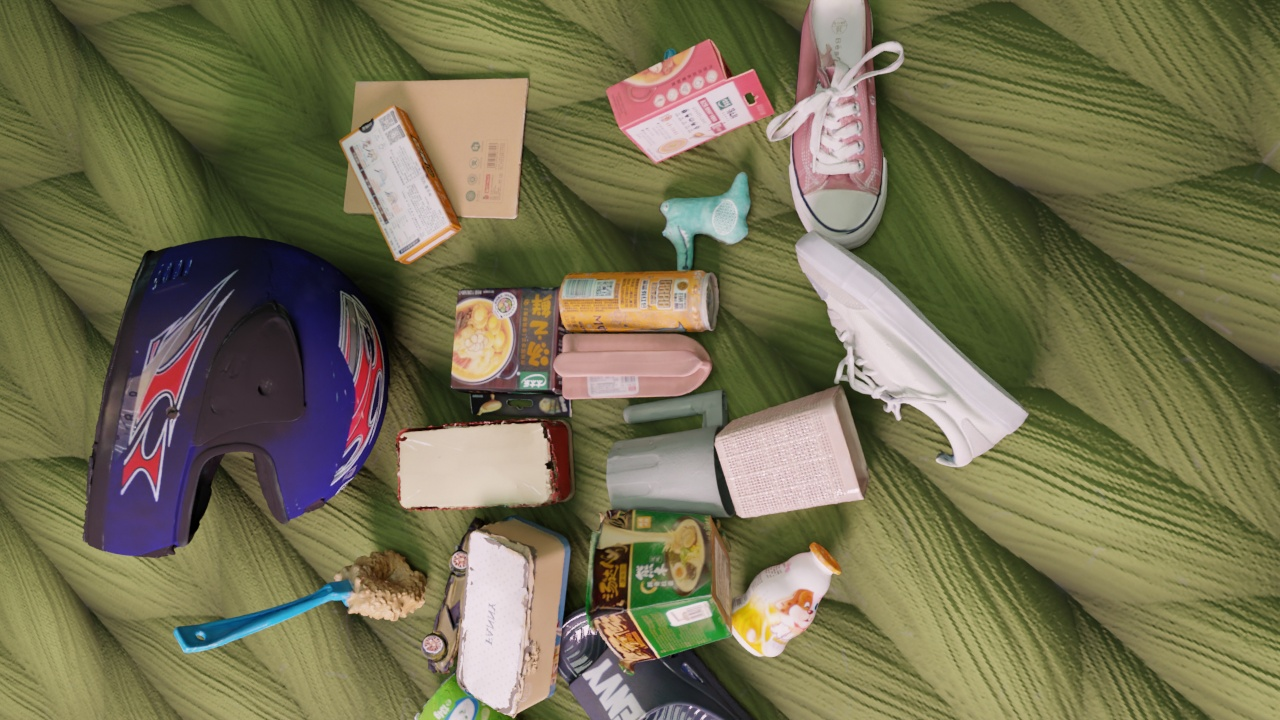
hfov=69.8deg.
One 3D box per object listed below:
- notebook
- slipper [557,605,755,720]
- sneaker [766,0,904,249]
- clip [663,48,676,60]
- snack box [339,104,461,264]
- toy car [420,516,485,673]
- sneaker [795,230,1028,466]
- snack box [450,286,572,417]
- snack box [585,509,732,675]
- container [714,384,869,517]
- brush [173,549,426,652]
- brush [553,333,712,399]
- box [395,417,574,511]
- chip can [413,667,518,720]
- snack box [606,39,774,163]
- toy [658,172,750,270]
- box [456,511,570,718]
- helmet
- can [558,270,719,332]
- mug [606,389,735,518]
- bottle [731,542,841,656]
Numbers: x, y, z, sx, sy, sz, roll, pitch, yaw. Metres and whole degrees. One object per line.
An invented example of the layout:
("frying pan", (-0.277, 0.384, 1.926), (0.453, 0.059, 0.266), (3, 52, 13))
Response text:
("notebook", (-0.220, -0.227, 0.979), (0.208, 0.008, 0.148), (4, 89, 18))
("slipper", (0.025, 0.326, 0.837), (0.268, 0.083, 0.111), (38, 96, 14))
("sneaker", (0.173, -0.221, 0.813), (0.118, 0.087, 0.241), (0, 90, 18))
("clip", (0.028, -0.276, 0.898), (0.014, 0.043, 0.056), (12, 87, 16))
("snack box", (-0.254, -0.186, 0.969), (0.075, 0.026, 0.153), (-30, 80, 14))
("toy car", (-0.178, 0.232, 0.910), (0.042, 0.070, 0.158), (16, 93, -1))
("sneaker", (0.212, -0.007, 0.793), (0.242, 0.089, 0.091), (44, 106, 5))
("snack box", (-0.127, -0.008, 0.921), (0.113, 0.053, 0.125), (0, 82, 17))
("snack box", (0.022, 0.196, 0.801), (0.106, 0.118, 0.117), (-10, 48, 15))
("container", (0.133, 0.083, 0.808), (0.111, 0.090, 0.090), (-17, 92, 19))
("brush", (-0.310, 0.231, 0.866), (0.083, 0.254, 0.046), (46, 118, 26))
("brush", (-0.005, 0.005, 0.867), (0.146, 0.073, 0.063), (0, 86, 16))
("box", (-0.157, 0.105, 0.905), (0.168, 0.080, 0.091), (-5, 85, 18))
("chip can", (-0.112, 0.400, 0.880), (0.236, 0.072, 0.072), (39, 98, 16))
("snack box", (0.048, -0.238, 0.841), (0.127, 0.113, 0.044), (-20, 80, 15))
("toy", (0.060, -0.130, 0.877), (0.092, 0.030, 0.096), (3, 95, 22))
("box", (-0.120, 0.233, 0.864), (0.090, 0.059, 0.184), (18, 103, 35))
("helmet", (-0.372, 0.042, 0.889), (0.240, 0.248, 0.315), (12, 84, -18))
("can", (-0.002, -0.056, 0.876), (0.146, 0.058, 0.058), (1, 87, 18))
("mug", (0.031, 0.090, 0.855), (0.103, 0.084, 0.123), (-10, 57, 18))
("bottle", (0.129, 0.211, 0.818), (0.063, 0.063, 0.108), (45, 101, 14))
